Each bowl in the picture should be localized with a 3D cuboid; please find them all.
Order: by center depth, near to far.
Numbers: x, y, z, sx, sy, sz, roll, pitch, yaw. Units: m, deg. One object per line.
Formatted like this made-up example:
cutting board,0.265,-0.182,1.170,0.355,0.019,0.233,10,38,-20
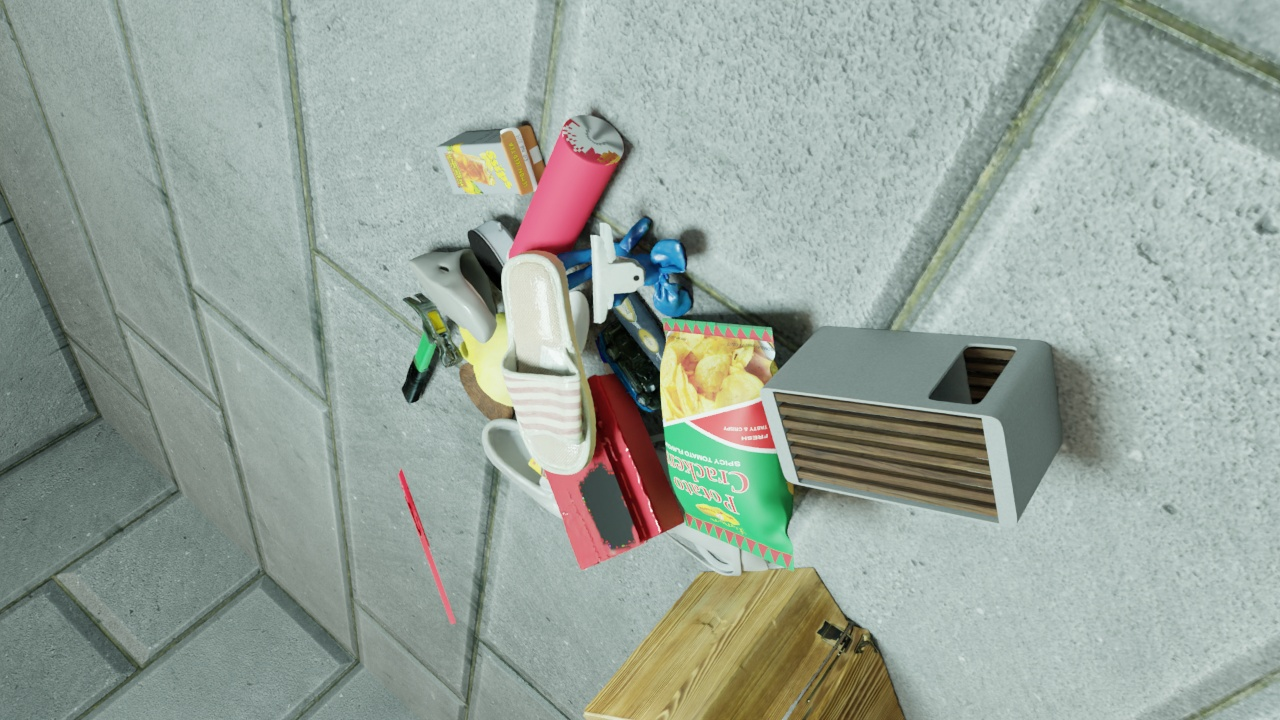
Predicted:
bowl,-0.226,0.045,1.391,0.102,0.026,0.114,-14,113,51

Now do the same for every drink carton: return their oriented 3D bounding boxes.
drink carton,-0.174,-0.233,1.073,0.125,0.048,0.076,9,128,41

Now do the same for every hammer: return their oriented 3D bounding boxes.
hammer,-0.342,0.000,1.432,0.130,0.032,0.320,60,152,10

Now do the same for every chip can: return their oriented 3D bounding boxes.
chip can,-0.088,-0.173,1.023,0.069,0.069,0.221,44,143,6

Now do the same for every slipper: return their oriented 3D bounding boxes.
slipper,-0.110,0.008,1.041,0.115,0.052,0.263,0,105,29
slipper,-0.229,-0.098,1.211,0.113,0.080,0.266,55,168,-25
slipper,-0.126,0.158,1.331,0.247,0.112,0.074,30,177,15

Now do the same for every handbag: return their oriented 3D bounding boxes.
handbag,0.078,0.207,1.212,0.216,0.095,0.223,23,148,33

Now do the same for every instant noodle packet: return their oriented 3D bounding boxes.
instant noodle packet,0.091,0.083,0.995,0.196,0.090,0.253,10,109,58

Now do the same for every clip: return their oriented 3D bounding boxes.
clip,-0.030,-0.090,0.971,0.052,0.057,0.102,33,133,44

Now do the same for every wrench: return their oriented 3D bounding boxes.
wrench,0.029,0.000,1.084,0.073,0.022,0.273,-36,92,25

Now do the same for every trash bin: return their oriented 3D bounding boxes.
trash bin,0.247,0.053,0.847,0.229,0.114,0.114,7,127,42

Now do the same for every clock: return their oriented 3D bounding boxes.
clock,-0.173,-0.122,1.162,0.094,0.035,0.123,30,151,54

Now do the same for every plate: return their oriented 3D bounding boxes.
plate,-0.096,-0.021,1.140,0.011,0.134,0.135,20,155,-29

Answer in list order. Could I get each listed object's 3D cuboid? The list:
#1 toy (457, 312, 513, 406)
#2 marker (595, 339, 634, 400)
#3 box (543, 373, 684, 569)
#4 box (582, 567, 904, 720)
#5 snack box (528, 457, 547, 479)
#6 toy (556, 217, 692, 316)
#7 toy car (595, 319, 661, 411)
toy,-0.198,-0.007,1.270,0.208,0.092,0.134,34,134,52
marker,-0.027,0.029,1.177,0.027,0.023,0.133,26,140,52
box,-0.029,0.135,1.175,0.165,0.152,0.213,-33,74,39
box,0.174,0.478,1.168,0.287,0.278,0.334,-22,104,52
snack box,-0.084,0.121,1.247,0.083,0.061,0.106,38,104,13
toy,-0.012,-0.096,1.019,0.177,0.070,0.113,6,129,30
toy car,-0.007,0.007,1.117,0.120,0.056,0.044,55,149,-4
